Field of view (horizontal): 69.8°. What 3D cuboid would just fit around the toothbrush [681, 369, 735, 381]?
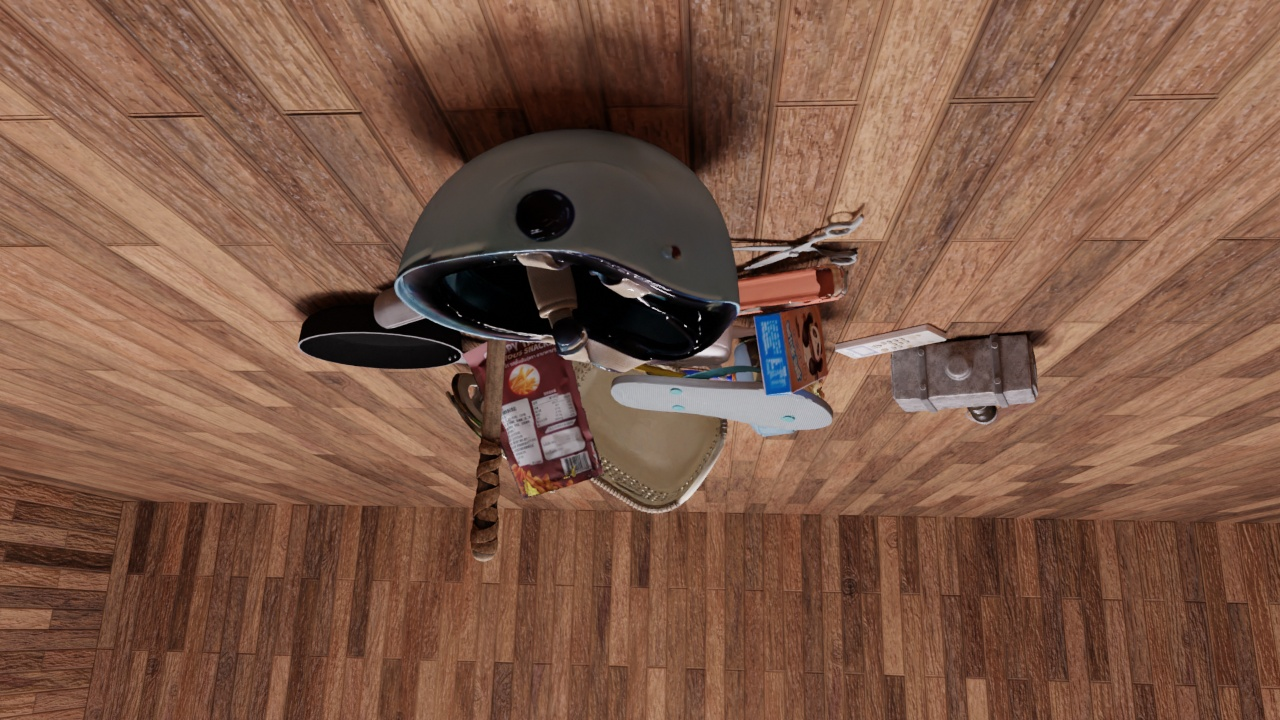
[{"bbox_3d":[0.072,0.019,1.364,0.182,0.016,0.018,5,158,-13],"label":"toothbrush"}]

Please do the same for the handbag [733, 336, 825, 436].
[{"bbox_3d":[0.188,0.037,1.240,0.119,0.121,0.192,-12,162,9],"label":"handbag"}]

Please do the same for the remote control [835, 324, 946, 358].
[{"bbox_3d":[0.325,-0.023,1.201,0.136,0.011,0.050,-14,158,43],"label":"remote control"}]

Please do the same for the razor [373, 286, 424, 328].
[{"bbox_3d":[-0.241,-0.061,1.087,0.088,0.047,0.116,-12,167,39],"label":"razor"}]

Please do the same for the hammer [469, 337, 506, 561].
[{"bbox_3d":[-0.159,0.054,0.983,0.049,0.319,0.121,4,-177,-7],"label":"hammer"}]

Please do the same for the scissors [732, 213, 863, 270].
[{"bbox_3d":[0.163,-0.113,0.901,0.141,0.014,0.175,5,166,-23],"label":"scissors"}]

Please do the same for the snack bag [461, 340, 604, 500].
[{"bbox_3d":[-0.131,0.063,1.149,0.139,0.208,0.066,-20,-179,15],"label":"snack bag"}]

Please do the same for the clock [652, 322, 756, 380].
[{"bbox_3d":[0.045,-0.023,1.101,0.160,0.072,0.126,12,166,-37],"label":"clock"}]

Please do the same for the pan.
[{"bbox_3d":[-0.271,-0.016,1.223,0.355,0.044,0.205,10,164,-36],"label":"pan"}]

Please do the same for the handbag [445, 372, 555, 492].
[{"bbox_3d":[-0.187,0.087,1.318,0.201,0.093,0.199,40,-178,38],"label":"handbag"}]

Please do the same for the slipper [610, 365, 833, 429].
[{"bbox_3d":[0.099,0.032,1.103,0.269,0.054,0.098,6,154,3],"label":"slipper"}]

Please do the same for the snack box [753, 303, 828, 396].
[{"bbox_3d":[0.170,-0.015,1.025,0.034,0.087,0.151,-7,-176,27],"label":"snack box"}]

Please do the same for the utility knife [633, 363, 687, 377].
[{"bbox_3d":[-0.007,0.007,1.154,0.151,0.017,0.030,17,174,10],"label":"utility knife"}]

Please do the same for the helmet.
[{"bbox_3d":[-0.056,-0.089,0.729,0.265,0.166,0.226,1,162,-5],"label":"helmet"}]

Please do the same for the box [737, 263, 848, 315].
[{"bbox_3d":[0.127,-0.073,0.971,0.187,0.059,0.056,-8,138,39],"label":"box"}]

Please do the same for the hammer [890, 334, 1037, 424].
[{"bbox_3d":[0.478,0.049,1.311,0.177,0.079,0.326,-6,162,26],"label":"hammer"}]

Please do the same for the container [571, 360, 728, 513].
[{"bbox_3d":[-0.008,0.081,1.225,0.246,0.184,0.143,35,-179,10],"label":"container"}]

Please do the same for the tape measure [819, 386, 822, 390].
[{"bbox_3d":[0.233,0.039,1.384,0.061,0.034,0.062,16,158,-37],"label":"tape measure"}]
